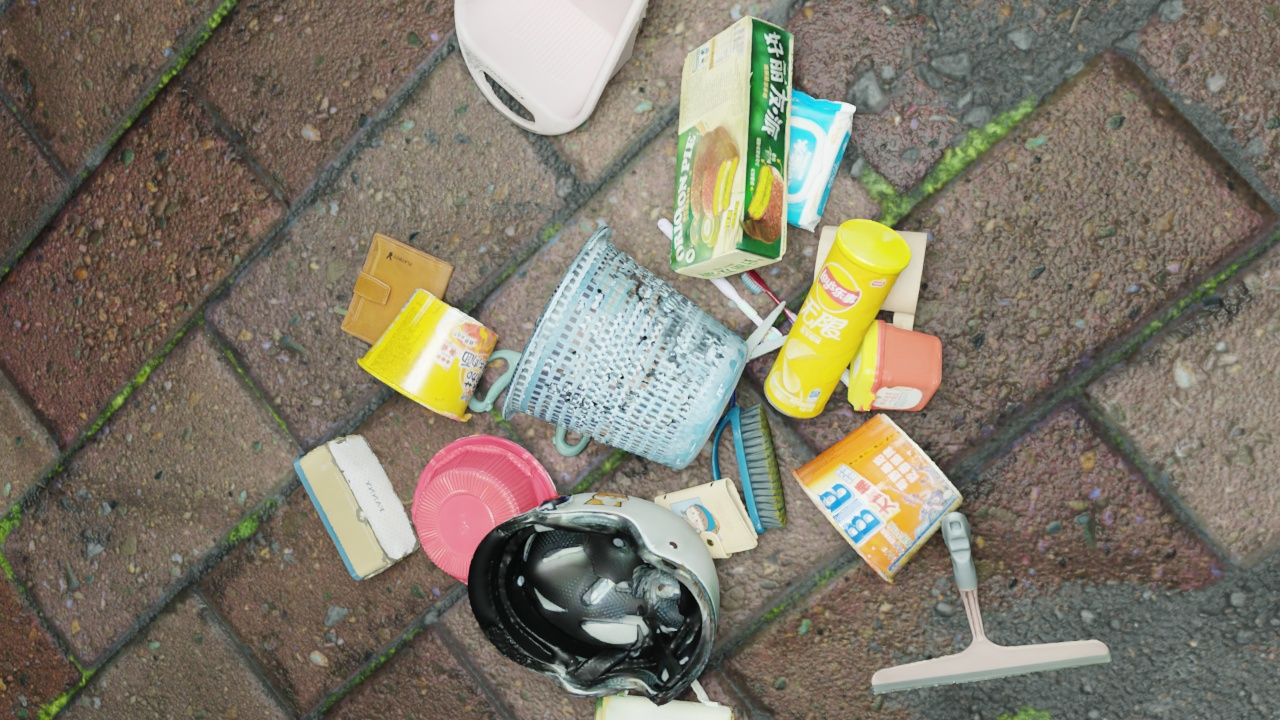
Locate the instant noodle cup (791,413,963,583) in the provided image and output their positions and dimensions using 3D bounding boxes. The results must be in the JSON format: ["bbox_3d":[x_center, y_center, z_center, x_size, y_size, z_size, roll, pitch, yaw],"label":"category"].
[{"bbox_3d":[0.244,0.133,0.934,0.111,0.151,0.151,-42,84,5],"label":"instant noodle cup"}]

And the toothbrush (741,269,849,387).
[{"bbox_3d":[0.176,-0.030,1.000,0.187,0.016,0.017,48,133,5],"label":"toothbrush"}]

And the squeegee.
[{"bbox_3d":[0.336,0.235,0.937,0.248,0.040,0.250,-13,123,16],"label":"squeegee"}]

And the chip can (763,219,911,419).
[{"bbox_3d":[0.188,-0.036,0.907,0.072,0.071,0.214,30,135,10],"label":"chip can"}]

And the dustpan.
[{"bbox_3d":[-0.106,-0.363,0.949,0.222,0.274,0.138,42,78,10],"label":"dustpan"}]

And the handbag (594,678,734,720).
[{"bbox_3d":[0.030,0.423,1.064,0.163,0.063,0.178,1,80,14],"label":"handbag"}]

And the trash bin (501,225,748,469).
[{"bbox_3d":[-0.006,0.006,0.948,0.195,0.226,0.227,28,101,1],"label":"trash bin"}]

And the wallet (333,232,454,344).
[{"bbox_3d":[-0.301,-0.078,1.114,0.119,0.035,0.131,24,101,5],"label":"wallet"}]

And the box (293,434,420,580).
[{"bbox_3d":[-0.346,0.170,1.118,0.059,0.089,0.184,-32,84,16],"label":"box"}]

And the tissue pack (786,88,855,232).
[{"bbox_3d":[0.161,-0.210,0.962,0.090,0.063,0.140,21,100,14],"label":"tissue pack"}]

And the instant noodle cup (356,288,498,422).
[{"bbox_3d":[-0.235,-0.010,1.050,0.138,0.138,0.109,30,86,10],"label":"instant noodle cup"}]

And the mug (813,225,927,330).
[{"bbox_3d":[0.236,-0.078,0.954,0.104,0.084,0.125,9,123,15],"label":"mug"}]

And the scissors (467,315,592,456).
[{"bbox_3d":[-0.117,0.043,1.082,0.170,0.019,0.180,-33,85,14],"label":"scissors"}]

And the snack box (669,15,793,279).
[{"bbox_3d":[0.091,-0.209,0.924,0.115,0.063,0.240,-11,73,58],"label":"snack box"}]

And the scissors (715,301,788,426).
[{"bbox_3d":[0.105,0.008,1.012,0.166,0.012,0.157,2,101,23],"label":"scissors"}]

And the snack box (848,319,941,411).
[{"bbox_3d":[0.260,0.011,0.938,0.080,0.091,0.081,9,65,4],"label":"snack box"}]

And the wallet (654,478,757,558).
[{"bbox_3d":[0.074,0.180,1.018,0.115,0.024,0.087,-23,91,44],"label":"wallet"}]

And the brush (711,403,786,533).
[{"bbox_3d":[0.116,0.121,1.006,0.074,0.055,0.144,-11,96,17],"label":"brush"}]

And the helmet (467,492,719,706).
[{"bbox_3d":[-0.034,0.238,1.006,0.274,0.156,0.230,0,108,25],"label":"helmet"}]

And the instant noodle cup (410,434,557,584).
[{"bbox_3d":[-0.195,0.189,1.092,0.194,0.065,0.194,2,96,15],"label":"instant noodle cup"}]

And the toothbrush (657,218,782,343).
[{"bbox_3d":[0.085,-0.087,1.015,0.189,0.021,0.029,47,130,6],"label":"toothbrush"}]
